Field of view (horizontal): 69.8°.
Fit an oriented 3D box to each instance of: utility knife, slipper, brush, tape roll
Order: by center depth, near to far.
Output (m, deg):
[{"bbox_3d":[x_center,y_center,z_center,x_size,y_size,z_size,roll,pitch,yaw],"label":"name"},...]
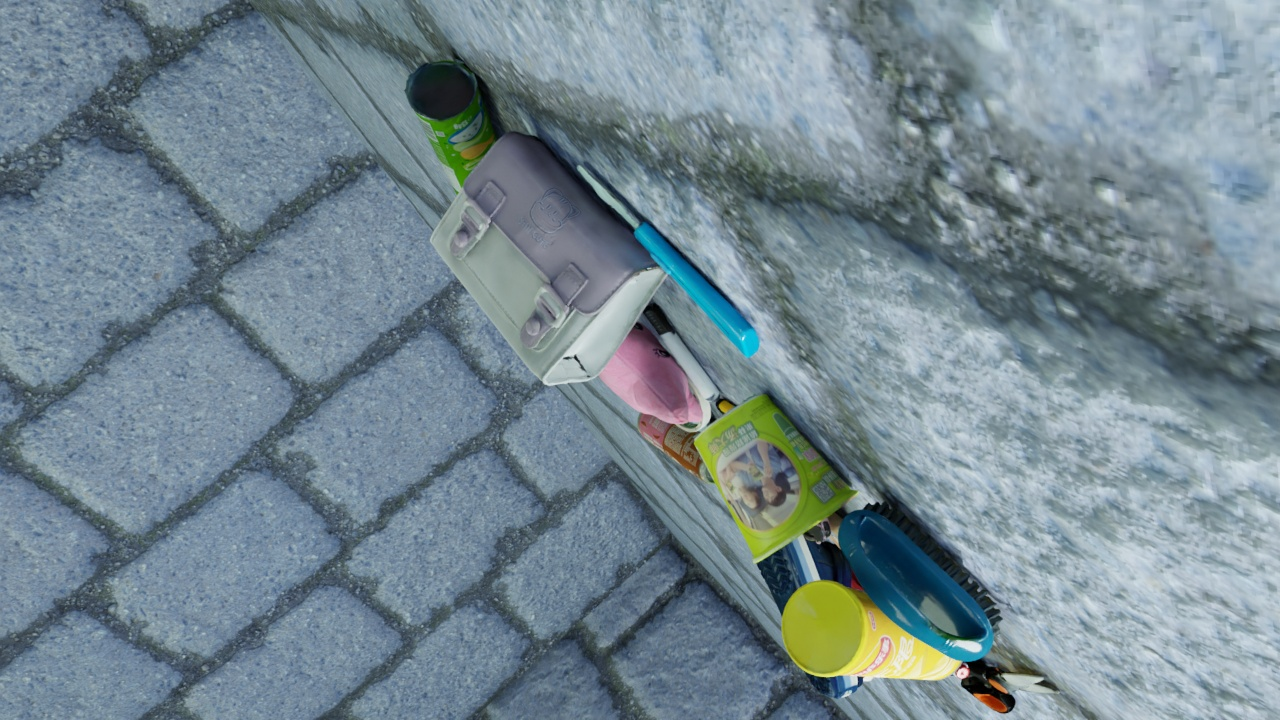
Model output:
[{"bbox_3d":[0.210,0.175,0.714,0.144,0.073,0.055,45,128,22],"label":"brush"},{"bbox_3d":[0.017,-0.089,0.753,0.225,0.018,0.034,48,172,18],"label":"utility knife"},{"bbox_3d":[0.123,0.079,0.950,0.156,0.015,0.033,38,169,51],"label":"utility knife"},{"bbox_3d":[0.192,0.237,1.009,0.105,0.095,0.252,113,140,-63],"label":"slipper"},{"bbox_3d":[0.048,0.044,1.074,0.086,0.013,0.086,36,142,34],"label":"tape roll"}]

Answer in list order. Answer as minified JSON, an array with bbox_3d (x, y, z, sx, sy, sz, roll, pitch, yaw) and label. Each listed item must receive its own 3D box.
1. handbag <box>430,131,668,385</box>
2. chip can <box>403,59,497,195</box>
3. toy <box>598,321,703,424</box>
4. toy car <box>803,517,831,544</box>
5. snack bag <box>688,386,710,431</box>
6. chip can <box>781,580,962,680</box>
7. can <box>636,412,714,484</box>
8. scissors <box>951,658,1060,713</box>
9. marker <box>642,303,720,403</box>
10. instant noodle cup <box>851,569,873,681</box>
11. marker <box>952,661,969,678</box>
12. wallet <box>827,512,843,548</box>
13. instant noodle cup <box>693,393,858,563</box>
[{"bbox_3d":[-0.087,-0.094,0.833,0.197,0.145,0.098,48,-155,22],"label":"handbag"},{"bbox_3d":[-0.186,-0.228,0.989,0.072,0.072,0.236,47,171,14],"label":"chip can"},{"bbox_3d":[-0.006,0.006,0.986,0.194,0.074,0.178,46,-173,34],"label":"toy"},{"bbox_3d":[0.157,0.135,0.941,0.122,0.037,0.056,47,165,45],"label":"toy car"},{"bbox_3d":[0.027,0.036,1.187,0.191,0.038,0.110,35,158,48],"label":"snack bag"},{"bbox_3d":[0.202,0.232,0.773,0.213,0.072,0.072,25,-168,-47],"label":"chip can"},{"bbox_3d":[0.059,0.107,1.220,0.147,0.057,0.058,33,163,46],"label":"can"},{"bbox_3d":[0.340,0.300,0.841,0.152,0.021,0.235,43,166,-12],"label":"scissors"},{"bbox_3d":[0.045,-0.006,0.970,0.131,0.018,0.023,53,162,-20],"label":"marker"},{"bbox_3d":[0.249,0.319,1.084,0.116,0.116,0.124,43,-178,38],"label":"instant noodle cup"},{"bbox_3d":[0.278,0.265,0.900,0.017,0.017,0.145,52,180,-19],"label":"marker"},{"bbox_3d":[0.219,0.191,0.933,0.087,0.024,0.115,54,173,-23],"label":"wallet"},{"bbox_3d":[0.113,0.099,0.822,0.123,0.111,0.112,56,173,12],"label":"instant noodle cup"}]
